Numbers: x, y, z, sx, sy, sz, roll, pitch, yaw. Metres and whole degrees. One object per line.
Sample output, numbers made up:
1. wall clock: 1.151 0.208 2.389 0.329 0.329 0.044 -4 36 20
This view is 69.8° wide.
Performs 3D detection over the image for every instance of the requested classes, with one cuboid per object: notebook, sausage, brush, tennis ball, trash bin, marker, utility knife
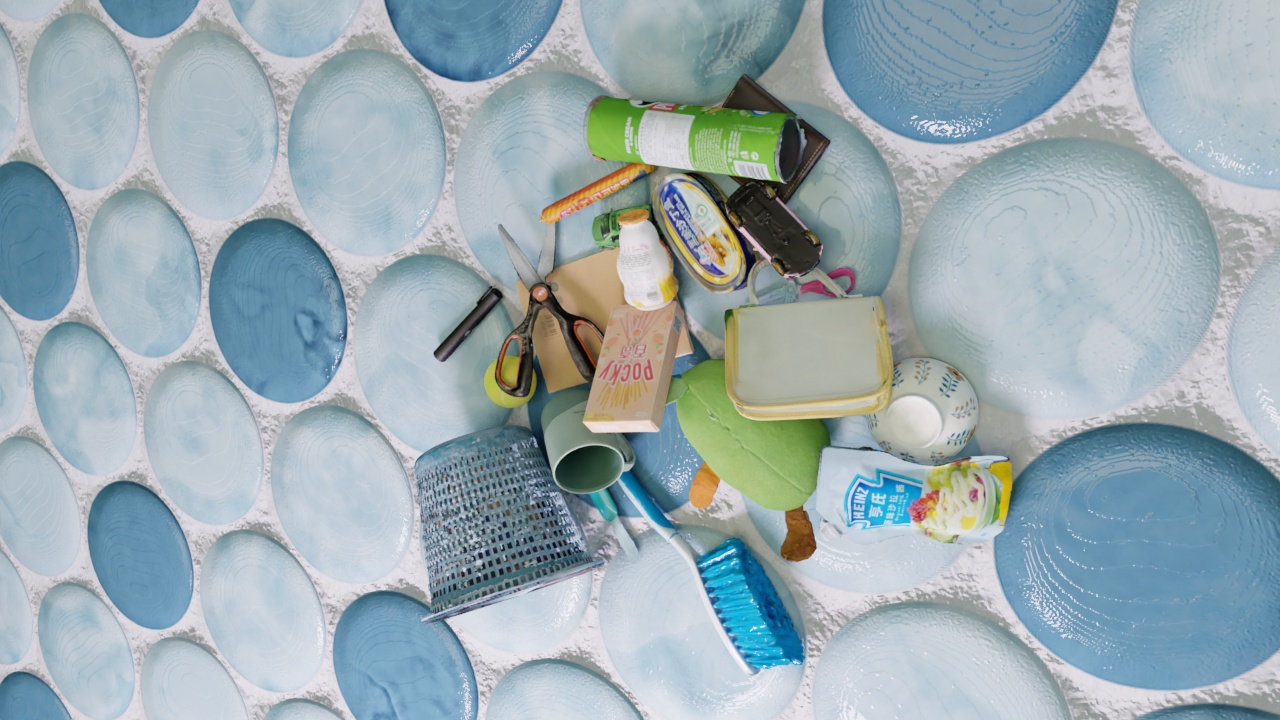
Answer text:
1. notebook: -0.048 -0.054 1.108 0.208 0.008 0.148 -16 92 27
2. sausage: -0.051 -0.197 1.067 0.165 0.021 0.021 -23 89 22
3. brush: 0.073 0.230 1.082 0.110 0.060 0.314 -32 82 31
4. tennis ball: -0.162 0.026 1.146 0.065 0.065 0.065 5 102 25
5. trash bin: -0.178 0.192 1.120 0.227 0.226 0.195 -25 76 27
6. marker: -0.225 -0.046 1.189 0.022 0.020 0.132 46 116 -1
7. utility knife: -0.056 0.159 1.149 0.029 0.013 0.209 -32 83 25

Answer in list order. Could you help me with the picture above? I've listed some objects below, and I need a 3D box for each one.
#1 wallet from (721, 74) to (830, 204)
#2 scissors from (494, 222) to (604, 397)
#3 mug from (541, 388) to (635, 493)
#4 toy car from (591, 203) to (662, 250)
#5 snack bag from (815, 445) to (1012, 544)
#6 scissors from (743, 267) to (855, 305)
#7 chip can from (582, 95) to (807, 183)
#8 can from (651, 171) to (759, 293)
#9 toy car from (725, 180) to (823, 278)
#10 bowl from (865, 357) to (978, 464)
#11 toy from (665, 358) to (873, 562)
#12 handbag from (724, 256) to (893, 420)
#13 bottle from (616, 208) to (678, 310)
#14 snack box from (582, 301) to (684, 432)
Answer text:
1. wallet: 0.129 -0.231 0.983 0.122 0.020 0.096 43 116 15
2. scissors: -0.121 -0.056 1.101 0.221 0.021 0.222 40 92 5
3. mug: -0.059 0.095 1.091 0.082 0.111 0.106 -59 32 28
4. toy car: -0.017 -0.156 1.054 0.091 0.036 0.043 -10 80 30
5. snack bag: 0.272 0.139 0.928 0.191 0.038 0.110 1 121 0
6. scissors: 0.173 -0.079 0.993 0.128 0.017 0.133 17 111 19
7. chip can: 0.053 -0.236 0.974 0.236 0.072 0.072 14 106 29
8. can: 0.072 -0.141 1.010 0.075 0.049 0.148 -35 84 27
9. toy car: 0.139 -0.136 0.960 0.056 0.037 0.122 -40 71 5
10. bowl: 0.283 0.057 0.939 0.114 0.062 0.113 6 104 25
11. toy: 0.131 0.087 1.003 0.247 0.089 0.227 43 106 17
12. handbag: 0.170 -0.029 0.947 0.163 0.063 0.178 -5 68 12
13. bottle: 0.004 -0.112 1.016 0.063 0.063 0.108 0 122 26
14. snack box: -0.006 0.006 1.026 0.085 0.026 0.157 -3 57 27
